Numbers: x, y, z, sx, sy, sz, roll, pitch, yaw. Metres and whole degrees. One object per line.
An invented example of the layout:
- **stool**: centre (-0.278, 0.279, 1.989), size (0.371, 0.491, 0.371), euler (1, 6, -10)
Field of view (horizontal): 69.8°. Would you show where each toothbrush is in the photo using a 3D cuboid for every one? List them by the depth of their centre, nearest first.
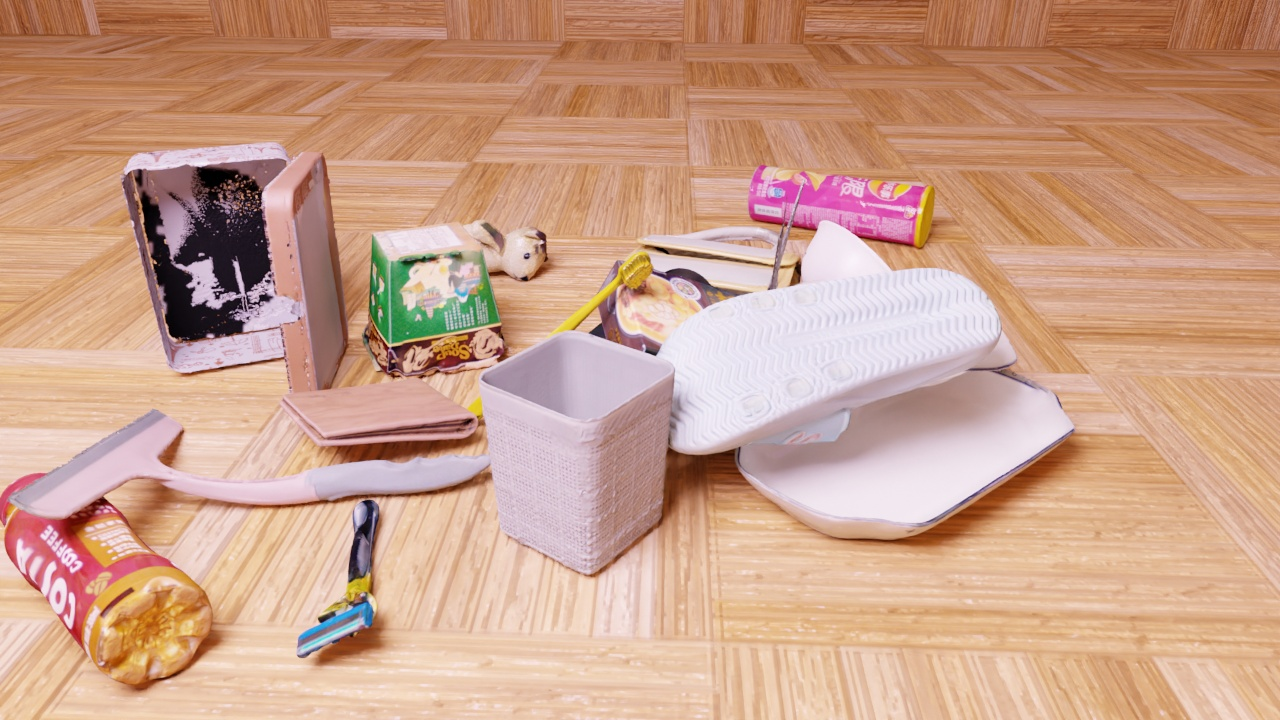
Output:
- **toothbrush**: centre (-0.063, -0.012, 0.669), size (0.015, 0.190, 0.016), euler (36, 21, -39)

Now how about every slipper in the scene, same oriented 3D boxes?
- **slipper**: centre (0.121, 0.003, 0.617), size (0.245, 0.074, 0.104), euler (-15, 53, -8)

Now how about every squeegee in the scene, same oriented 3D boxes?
- **squeegee**: centre (-0.223, 0.076, 0.603), size (0.249, 0.040, 0.248), euler (2, 6, -12)

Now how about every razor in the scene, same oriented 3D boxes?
- **razor**: centre (-0.165, 0.122, 0.534), size (0.042, 0.022, 0.142), euler (-24, 23, 0)

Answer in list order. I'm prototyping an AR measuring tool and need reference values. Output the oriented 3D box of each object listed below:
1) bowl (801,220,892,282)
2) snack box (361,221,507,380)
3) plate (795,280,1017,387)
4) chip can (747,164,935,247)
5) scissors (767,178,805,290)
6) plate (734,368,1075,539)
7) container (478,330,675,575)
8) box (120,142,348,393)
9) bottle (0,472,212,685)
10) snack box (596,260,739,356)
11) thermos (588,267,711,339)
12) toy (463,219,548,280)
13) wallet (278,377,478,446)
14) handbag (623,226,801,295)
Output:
- **bowl**: centre (0.185, -0.064, 0.845), size (0.065, 0.118, 0.118), euler (-44, 36, 0)
- **snack box**: centre (-0.181, -0.059, 0.798), size (0.118, 0.106, 0.117), euler (-11, 28, -22)
- **plate**: centre (0.199, -0.018, 0.724), size (0.164, 0.034, 0.164), euler (3, 26, 6)
- **chip can**: centre (0.238, -0.187, 1.098), size (0.211, 0.071, 0.071), euler (14, 30, 25)
- **scissors**: centre (0.107, -0.055, 0.747), size (0.014, 0.175, 0.159), euler (20, -12, 16)
- **plate**: centre (0.186, 0.059, 0.650), size (0.265, 0.034, 0.162), euler (-21, 33, -36)
- **container**: centre (-0.037, 0.057, 0.561), size (0.090, 0.114, 0.090), euler (20, 32, 32)
- **box**: centre (-0.314, -0.067, 0.736), size (0.156, 0.183, 0.193), euler (-11, 26, -20)
- **bottle**: centre (-0.306, 0.112, 0.510), size (0.175, 0.057, 0.057), euler (21, 34, 36)
- **snack box**: centre (0.032, -0.007, 0.681), size (0.113, 0.053, 0.125), euler (13, 38, -26)
- **thermos**: centre (-0.004, 0.004, 0.733), size (0.090, 0.069, 0.241), euler (33, 37, 9)
- **toy**: centre (-0.175, -0.111, 0.964), size (0.157, 0.066, 0.105), euler (-6, -15, -4)
- **wallet**: centre (-0.192, 0.037, 0.670), size (0.115, 0.020, 0.101), euler (-4, 16, -37)
- **handbag**: centre (0.075, -0.098, 0.905), size (0.163, 0.063, 0.178), euler (10, 36, 16)
